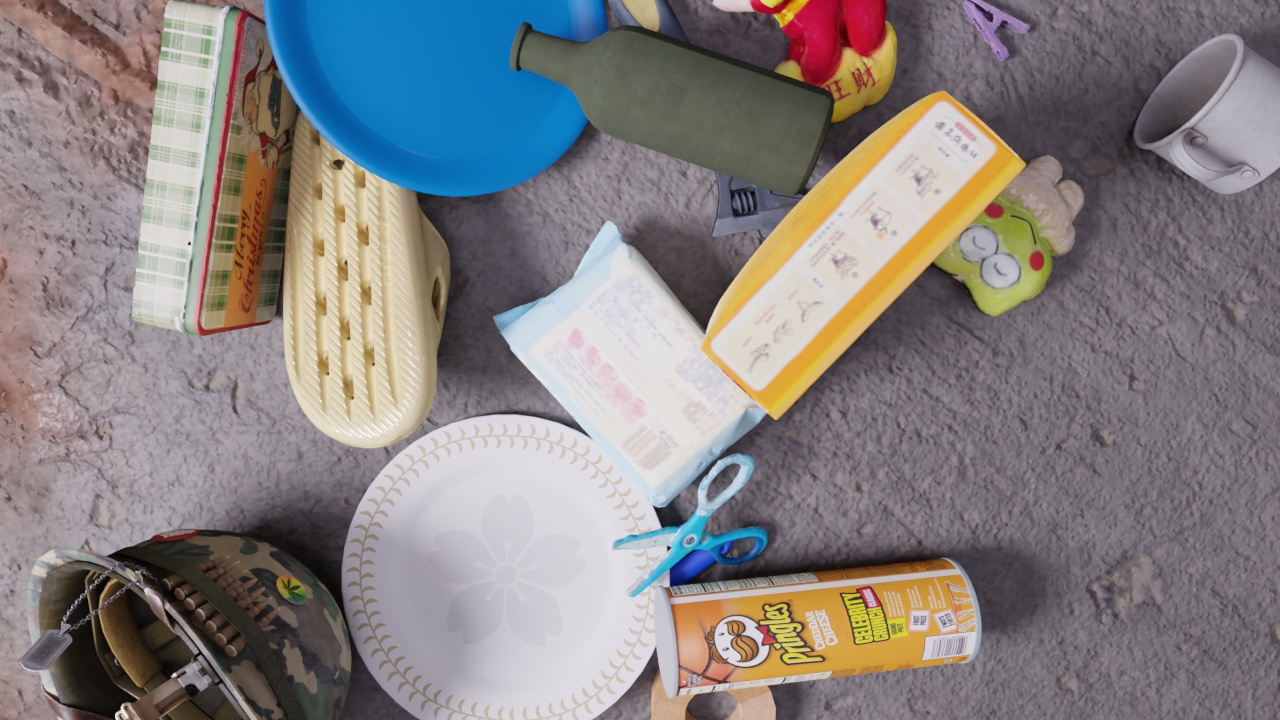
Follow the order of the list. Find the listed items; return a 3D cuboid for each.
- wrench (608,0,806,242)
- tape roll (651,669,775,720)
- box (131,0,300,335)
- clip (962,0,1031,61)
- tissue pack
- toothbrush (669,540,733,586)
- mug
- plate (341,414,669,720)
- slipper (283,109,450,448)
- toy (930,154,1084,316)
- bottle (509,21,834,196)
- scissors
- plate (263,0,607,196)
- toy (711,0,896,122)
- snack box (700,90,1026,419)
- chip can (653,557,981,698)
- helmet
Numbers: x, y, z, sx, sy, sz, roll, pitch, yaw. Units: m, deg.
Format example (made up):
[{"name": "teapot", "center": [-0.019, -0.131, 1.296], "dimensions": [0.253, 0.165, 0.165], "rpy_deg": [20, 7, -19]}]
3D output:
[{"name": "wrench", "center": [0.042, -0.176, 0.642], "dimensions": [0.073, 0.022, 0.273], "rpy_deg": [-30, 97, 6]}, {"name": "tape roll", "center": [0.055, 0.264, 0.701], "dimensions": [0.094, 0.027, 0.094], "rpy_deg": [0, 98, 1]}, {"name": "box", "center": [-0.272, -0.122, 0.608], "dimensions": [0.050, 0.117, 0.205], "rpy_deg": [12, 96, 4]}, {"name": "clip", "center": [0.245, -0.229, 0.637], "dimensions": [0.050, 0.014, 0.046], "rpy_deg": [9, 101, -4]}, {"name": "tissue pack", "center": [-0.004, 0.004, 0.645], "dimensions": [0.112, 0.070, 0.182], "rpy_deg": [-41, 94, 6]}, {"name": "toothbrush", "center": [-0.007, 0.185, 0.699], "dimensions": [0.182, 0.018, 0.016], "rpy_deg": [-34, 98, 2]}, {"name": "mug", "center": [0.381, -0.151, 0.602], "dimensions": [0.070, 0.084, 0.113], "rpy_deg": [30, 59, -6]}, {"name": "plate", "center": [-0.100, 0.161, 0.683], "dimensions": [0.242, 0.016, 0.242], "rpy_deg": [0, 90, 1]}, {"name": "slipper", "center": [-0.186, -0.067, 0.636], "dimensions": [0.111, 0.079, 0.261], "rpy_deg": [-9, 81, 15]}, {"name": "toy", "center": [0.258, -0.092, 0.640], "dimensions": [0.115, 0.046, 0.092], "rpy_deg": [-44, 89, -2]}, {"name": "bottle", "center": [0.018, -0.171, 0.596], "dimensions": [0.207, 0.071, 0.071], "rpy_deg": [19, 98, 1]}, {"name": "scissors", "center": [0.045, 0.127, 0.659], "dimensions": [0.134, 0.012, 0.134], "rpy_deg": [-47, 131, 4]}, {"name": "plate", "center": [-0.129, -0.221, 0.606], "dimensions": [0.224, 0.024, 0.224], "rpy_deg": [-2, 95, -25]}, {"name": "toy", "center": [0.119, -0.228, 0.616], "dimensions": [0.105, 0.067, 0.137], "rpy_deg": [-43, 103, 3]}, {"name": "snack box", "center": [0.126, -0.068, 0.575], "dimensions": [0.080, 0.145, 0.195], "rpy_deg": [43, 102, 4]}, {"name": "chip can", "center": [0.122, 0.187, 0.648], "dimensions": [0.215, 0.075, 0.075], "rpy_deg": [-4, 98, -8]}, {"name": "helmet", "center": [-0.309, 0.213, 0.594], "dimensions": [0.224, 0.235, 0.193], "rpy_deg": [43, 120, -15]}]
